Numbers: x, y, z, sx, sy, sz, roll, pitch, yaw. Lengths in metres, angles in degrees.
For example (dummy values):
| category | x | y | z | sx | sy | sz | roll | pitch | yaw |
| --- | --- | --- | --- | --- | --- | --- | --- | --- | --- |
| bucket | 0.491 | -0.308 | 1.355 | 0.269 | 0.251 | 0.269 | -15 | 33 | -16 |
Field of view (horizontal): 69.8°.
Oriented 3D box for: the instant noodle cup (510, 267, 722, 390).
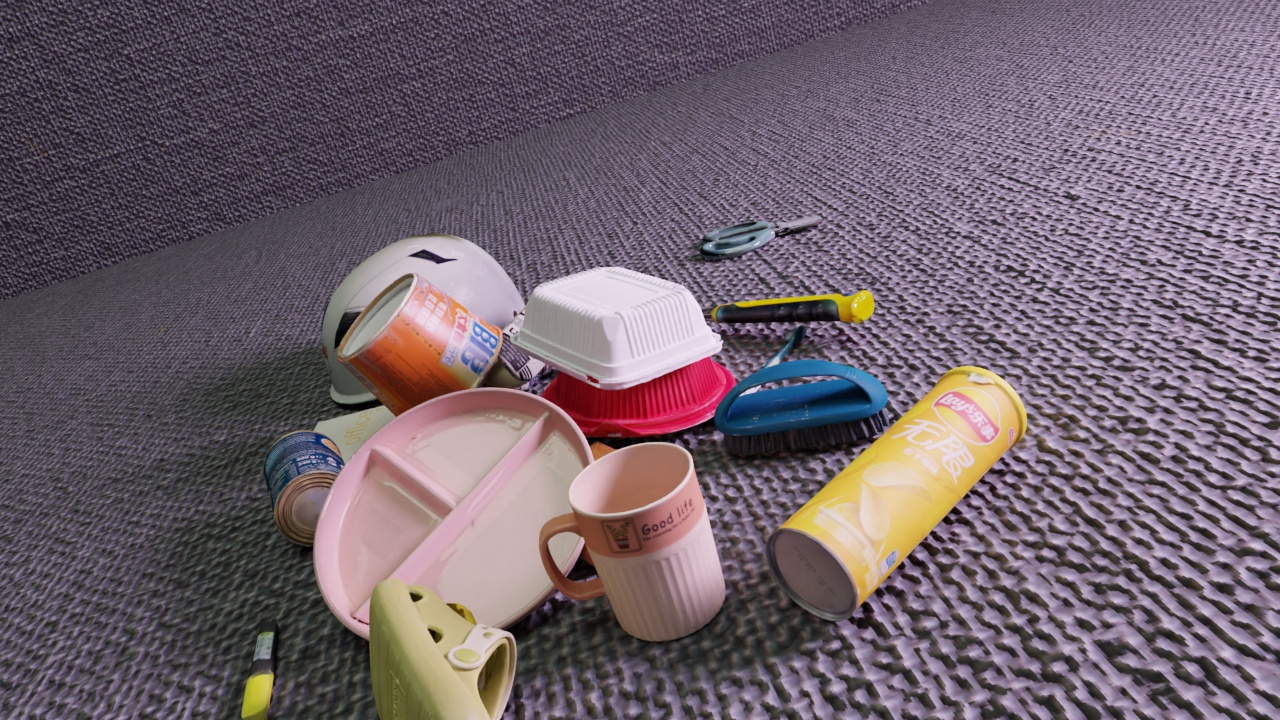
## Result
| category | x | y | z | sx | sy | sz | roll | pitch | yaw |
| --- | --- | --- | --- | --- | --- | --- | --- | --- | --- |
| instant noodle cup | -0.027 | -0.038 | 0.832 | 0.137 | 0.060 | 0.174 | -21 | 26 | -33 |

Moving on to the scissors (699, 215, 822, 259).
| category | x | y | z | sx | sy | sz | roll | pitch | yaw |
| --- | --- | --- | --- | --- | --- | --- | --- | --- | --- |
| scissors | 0.160 | -0.166 | 1.241 | 0.186 | 0.019 | 0.129 | -4 | 27 | 31 |

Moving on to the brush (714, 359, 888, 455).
| category | x | y | z | sx | sy | sz | roll | pitch | yaw |
| --- | --- | --- | --- | --- | --- | --- | --- | --- | --- |
| brush | 0.129 | 0.035 | 0.756 | 0.144 | 0.073 | 0.055 | -9 | 30 | 18 |

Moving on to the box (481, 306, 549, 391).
| category | x | y | z | sx | sy | sz | roll | pitch | yaw |
| --- | --- | --- | --- | --- | --- | --- | --- | --- | --- |
| box | -0.132 | -0.016 | 1.069 | 0.088 | 0.076 | 0.162 | -36 | 14 | 33 |

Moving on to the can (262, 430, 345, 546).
| category | x | y | z | sx | sy | sz | roll | pitch | yaw |
| --- | --- | --- | --- | --- | --- | --- | --- | --- | --- |
| can | -0.313 | 0.120 | 0.870 | 0.075 | 0.075 | 0.111 | -25 | 25 | -18 |

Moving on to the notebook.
| category | x | y | z | sx | sy | sz | roll | pitch | yaw |
| --- | --- | --- | --- | --- | --- | --- | --- | --- | --- |
| notebook | -0.279 | 0.079 | 1.016 | 0.206 | 0.010 | 0.145 | -15 | 24 | 4 |

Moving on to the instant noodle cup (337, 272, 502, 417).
| category | x | y | z | sx | sy | sz | roll | pitch | yaw |
| --- | --- | --- | --- | --- | --- | --- | --- | --- | --- |
| instant noodle cup | -0.238 | -0.013 | 0.970 | 0.152 | 0.111 | 0.151 | -35 | 29 | 22 |

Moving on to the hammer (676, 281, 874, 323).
| category | x | y | z | sx | sy | sz | roll | pitch | yaw |
| --- | --- | --- | --- | --- | --- | --- | --- | --- | --- |
| hammer | 0.102 | -0.054 | 0.999 | 0.324 | 0.032 | 0.125 | 0 | 28 | 42 |

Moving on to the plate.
| category | x | y | z | sx | sy | sz | roll | pitch | yaw |
| --- | --- | --- | --- | --- | --- | --- | --- | --- | --- |
| plate | -0.142 | 0.119 | 0.716 | 0.230 | 0.028 | 0.229 | -8 | 49 | 9 |

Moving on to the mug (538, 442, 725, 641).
| category | x | y | z | sx | sy | sz | roll | pitch | yaw |
| --- | --- | --- | --- | --- | --- | --- | --- | --- | --- |
| mug | -0.007 | 0.125 | 0.612 | 0.114 | 0.106 | 0.081 | -17 | 24 | 1 |

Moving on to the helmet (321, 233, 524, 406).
| category | x | y | z | sx | sy | sz | roll | pitch | yaw |
| --- | --- | --- | --- | --- | --- | --- | --- | --- | --- |
| helmet | -0.292 | -0.071 | 1.171 | 0.273 | 0.157 | 0.230 | -27 | 25 | -21 |

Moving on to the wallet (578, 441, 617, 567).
| category | x | y | z | sx | sy | sz | roll | pitch | yaw |
| --- | --- | --- | --- | --- | --- | --- | --- | --- | --- |
| wallet | -0.035 | 0.114 | 0.752 | 0.107 | 0.031 | 0.132 | -33 | 29 | -28 |

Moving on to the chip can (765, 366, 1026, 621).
| category | x | y | z | sx | sy | sz | roll | pitch | yaw |
| --- | --- | --- | --- | --- | --- | --- | --- | --- | --- |
| chip can | 0.178 | 0.084 | 0.622 | 0.212 | 0.072 | 0.072 | -34 | 29 | -32 |

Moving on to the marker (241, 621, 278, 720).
| category | x | y | z | sx | sy | sz | roll | pitch | yaw |
| --- | --- | --- | --- | --- | --- | --- | --- | --- | --- |
| marker | -0.282 | 0.231 | 0.685 | 0.018 | 0.015 | 0.124 | -21 | 21 | -11 |

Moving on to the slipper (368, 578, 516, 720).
| category | x | y | z | sx | sy | sz | roll | pitch | yaw |
| --- | --- | --- | --- | --- | --- | --- | --- | --- | --- |
| slipper | -0.115 | 0.203 | 0.566 | 0.081 | 0.092 | 0.191 | -2 | 16 | -29 |

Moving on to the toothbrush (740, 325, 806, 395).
| category | x | y | z | sx | sy | sz | roll | pitch | yaw |
| --- | --- | --- | --- | --- | --- | --- | --- | --- | --- |
| toothbrush | 0.117 | 0.012 | 0.889 | 0.018 | 0.016 | 0.191 | -9 | 23 | 41 |

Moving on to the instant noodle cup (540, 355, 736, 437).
| category | x | y | z | sx | sy | sz | roll | pitch | yaw |
| --- | --- | --- | --- | --- | --- | --- | --- | --- | --- |
| instant noodle cup | -0.005 | 0.005 | 0.885 | 0.194 | 0.066 | 0.193 | -4 | 23 | 2 |
